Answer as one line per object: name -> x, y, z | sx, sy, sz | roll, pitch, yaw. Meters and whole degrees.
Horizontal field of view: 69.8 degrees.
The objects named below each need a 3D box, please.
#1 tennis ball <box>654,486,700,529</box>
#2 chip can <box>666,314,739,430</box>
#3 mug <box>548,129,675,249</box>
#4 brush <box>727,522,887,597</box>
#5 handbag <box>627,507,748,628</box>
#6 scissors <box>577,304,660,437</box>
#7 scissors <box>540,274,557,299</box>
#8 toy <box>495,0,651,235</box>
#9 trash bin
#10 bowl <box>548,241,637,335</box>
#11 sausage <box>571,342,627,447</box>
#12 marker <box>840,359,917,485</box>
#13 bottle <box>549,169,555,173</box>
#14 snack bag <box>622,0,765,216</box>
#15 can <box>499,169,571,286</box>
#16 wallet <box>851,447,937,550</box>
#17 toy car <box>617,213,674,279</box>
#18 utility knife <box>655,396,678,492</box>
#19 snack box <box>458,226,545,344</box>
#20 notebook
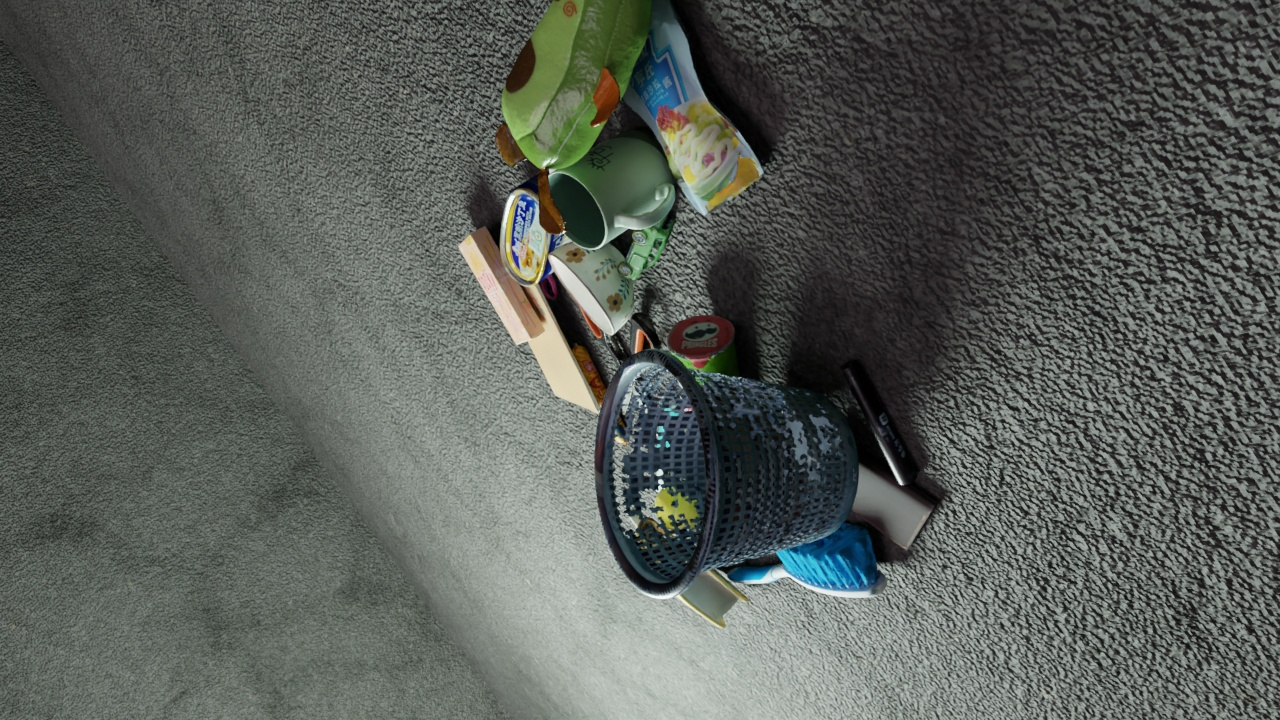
tennis ball -> 0.051, 0.189, 1.192 | 0.065, 0.065, 0.066 | 35, 146, 28
chip can -> 0.083, 0.065, 1.011 | 0.072, 0.072, 0.236 | 24, 141, 39
mug -> -0.016, -0.160, 0.869 | 0.112, 0.106, 0.082 | 30, 143, 34
brush -> 0.174, 0.240, 1.096 | 0.109, 0.060, 0.315 | 57, 153, -15
handbag -> 0.047, 0.272, 1.239 | 0.179, 0.063, 0.163 | 38, 173, 45
scissors -> -0.019, -0.005, 1.132 | 0.222, 0.021, 0.221 | 52, 156, 4
scissors -> -0.126, -0.128, 1.149 | 0.134, 0.017, 0.128 | -10, 113, 54
toy -> -0.058, -0.242, 0.776 | 0.247, 0.089, 0.226 | -59, 38, 28
trash bin -> 0.089, 0.104, 0.880 | 0.227, 0.194, 0.226 | -3, 87, 62
bowl -> -0.044, -0.091, 1.013 | 0.113, 0.062, 0.113 | 48, 172, 9
sausage -> -0.053, 0.047, 1.227 | 0.021, 0.021, 0.165 | 3, 125, 53
marker -> 0.223, 0.059, 0.863 | 0.132, 0.020, 0.022 | 60, 166, -12
bottle -> -0.066, -0.180, 0.960 | 0.063, 0.063, 0.108 | 14, 133, 47
snack bag -> 0.032, -0.225, 0.807 | 0.191, 0.038, 0.110 | 58, 155, -3
can -> -0.120, -0.151, 1.068 | 0.074, 0.049, 0.148 | 38, 143, 14
wallet -> 0.233, 0.134, 0.931 | 0.122, 0.020, 0.096 | 37, 152, 22
toy car -> 0.005, -0.119, 0.947 | 0.036, 0.043, 0.091 | 29, 141, -4
utility knife -> 0.032, 0.112, 1.184 | 0.029, 0.013, 0.210 | 15, 139, 8
snack box -> -0.184, -0.097, 1.213 | 0.157, 0.026, 0.085 | 60, 160, -8
notebook -> -0.129, -0.028, 1.240 | 0.148, 0.008, 0.208 | 16, 135, 60
